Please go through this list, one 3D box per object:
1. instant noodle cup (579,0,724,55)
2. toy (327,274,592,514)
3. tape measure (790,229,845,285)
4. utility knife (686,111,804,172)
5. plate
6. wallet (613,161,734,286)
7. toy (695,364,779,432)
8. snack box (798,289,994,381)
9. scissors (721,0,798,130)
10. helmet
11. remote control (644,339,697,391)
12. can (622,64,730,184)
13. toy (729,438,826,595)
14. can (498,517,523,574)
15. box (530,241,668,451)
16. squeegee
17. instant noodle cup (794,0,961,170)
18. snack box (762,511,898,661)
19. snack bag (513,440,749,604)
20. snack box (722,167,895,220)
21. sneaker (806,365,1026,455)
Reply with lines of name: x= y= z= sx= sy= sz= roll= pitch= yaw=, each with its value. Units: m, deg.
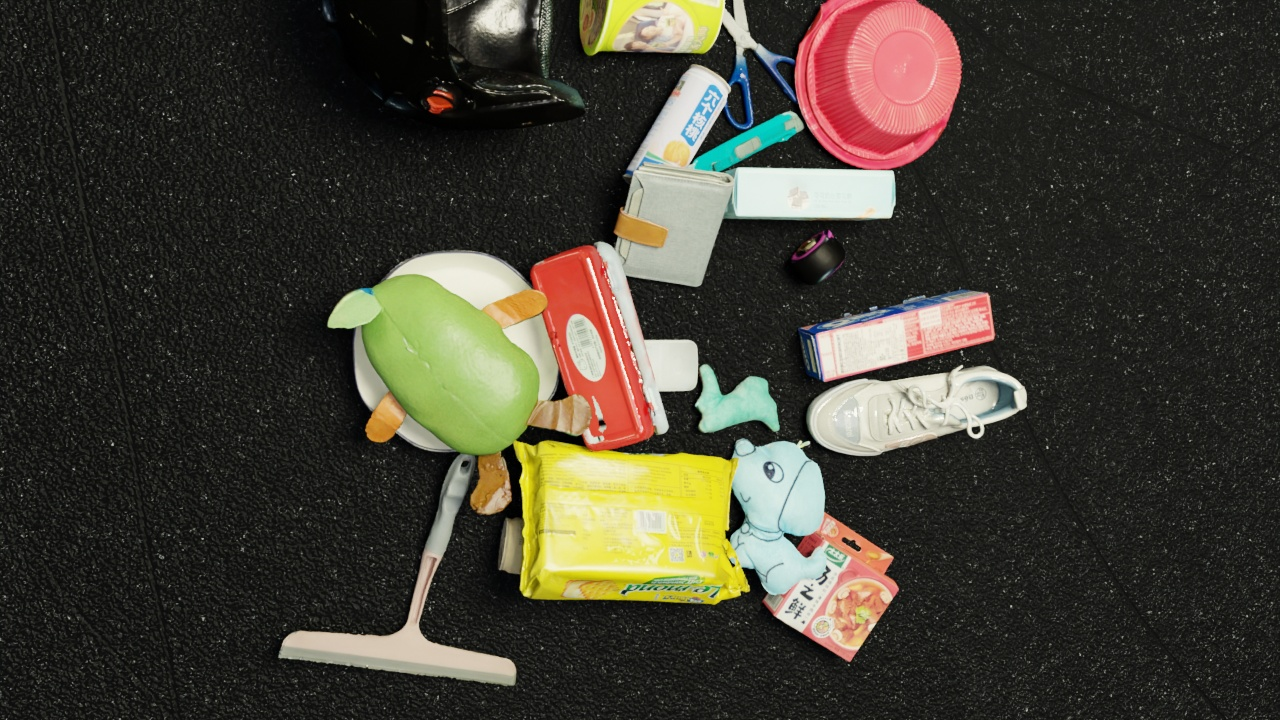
instant noodle cup: x=0.013 y=-0.350 z=0.901 sx=0.123 sy=0.112 sz=0.112 roll=2 pitch=97 yaw=-19
toy: x=-0.172 y=0.014 z=0.870 sx=0.227 sy=0.090 sz=0.247 roll=-40 pitch=99 yaw=7
tape measure: x=0.188 y=-0.111 z=0.983 sx=0.057 sy=0.058 sz=0.039 roll=-44 pitch=102 yaw=0
utility knife: x=0.100 y=-0.217 z=0.952 sx=0.186 sy=0.013 sz=0.029 roll=-31 pitch=116 yaw=-21
plate: x=-0.185 y=-0.009 z=0.933 sx=0.204 sy=0.045 sz=0.205 roll=-1 pitch=96 yaw=-10
wallet: x=0.028 y=-0.134 z=0.928 sx=0.106 sy=0.037 sz=0.130 roll=6 pitch=134 yaw=-12
toy: x=0.100 y=0.044 z=1.001 sx=0.092 sy=0.030 sz=0.096 roll=-19 pitch=94 yaw=-10
snack box: x=0.280 y=-0.030 z=1.011 sx=0.207 sy=0.057 sz=0.058 roll=-13 pitch=102 yaw=-9
scissors: x=0.110 y=-0.322 z=0.965 sx=0.162 sy=0.012 sz=0.163 roll=25 pitch=91 yaw=-12
helmet: x=-0.162 y=-0.317 z=0.789 sx=0.230 sy=0.274 sz=0.233 roll=-2 pitch=86 yaw=16
remote control: x=-0.006 y=0.006 z=0.980 sx=0.136 sy=0.020 sz=0.056 roll=-1 pitch=96 yaw=-10
can: x=0.038 y=-0.232 z=0.941 sx=0.053 sy=0.053 sz=0.134 roll=31 pitch=91 yaw=-13
toy: x=0.151 y=0.162 z=1.004 sx=0.161 sy=0.050 sz=0.156 roll=39 pitch=88 yaw=5
can: x=-0.089 y=0.200 z=0.970 sx=0.116 sy=0.058 sz=0.058 roll=10 pitch=95 yaw=-12
box: x=-0.027 y=-0.018 z=0.925 sx=0.095 sy=0.098 sz=0.201 roll=-16 pitch=94 yaw=25
squeegee: x=-0.215 y=0.205 z=0.954 sx=0.247 sy=0.040 sz=0.250 roll=16 pitch=99 yaw=-20
instant noodle cup: x=0.262 y=-0.301 z=0.963 sx=0.193 sy=0.066 sz=0.194 roll=-1 pitch=96 yaw=-14
snack box: x=0.222 y=0.256 z=1.042 sx=0.113 sy=0.044 sz=0.127 roll=33 pitch=90 yaw=-13
snack bag: x=-0.010 y=0.164 z=0.937 sx=0.246 sy=0.068 sz=0.157 roll=5 pitch=65 yaw=-16
snack box: x=0.171 y=-0.173 z=0.963 sx=0.174 sy=0.074 sz=0.051 roll=-1 pitch=98 yaw=-10
sneaker: x=0.307 y=0.058 z=1.010 sx=0.242 sy=0.091 sz=0.089 roll=-10 pitch=98 yaw=-9
